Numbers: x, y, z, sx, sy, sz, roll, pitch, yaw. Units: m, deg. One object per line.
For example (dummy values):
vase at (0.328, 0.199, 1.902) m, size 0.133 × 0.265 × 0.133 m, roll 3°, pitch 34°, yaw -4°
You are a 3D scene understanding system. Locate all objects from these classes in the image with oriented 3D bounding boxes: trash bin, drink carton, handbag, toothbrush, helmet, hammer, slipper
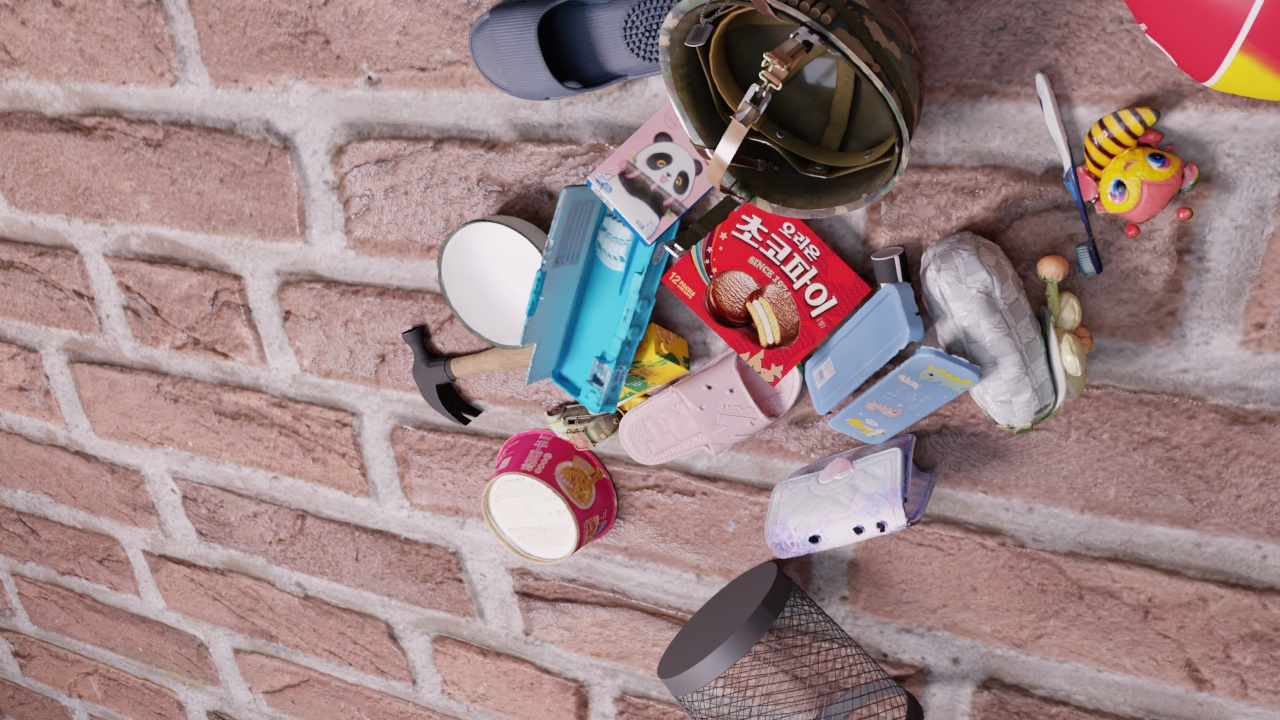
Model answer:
trash bin at (0.164, 0.383, 1.061) m, size 0.227 × 0.217 × 0.218 m, roll 48°, pitch 126°, yaw 0°
drink carton at (-0.006, 0.006, 1.019) m, size 0.123 × 0.041 × 0.058 m, roll -27°, pitch 144°, yaw 35°
handbag at (0.324, -0.038, 0.810) m, size 0.124 × 0.112 × 0.171 m, roll -25°, pitch 104°, yaw 24°
toothbrush at (0.363, -0.157, 0.782) m, size 0.017 × 0.016 × 0.189 m, roll -9°, pitch 113°, yaw 41°
helmet at (0.111, -0.209, 0.740) m, size 0.224 × 0.235 × 0.193 m, roll 23°, pitch 149°, yaw 1°
hammer at (-0.150, -0.001, 1.108) m, size 0.306 × 0.040 × 0.132 m, roll -11°, pitch 108°, yaw 30°
slipper at (-0.060, -0.297, 0.871) m, size 0.264 × 0.082 × 0.101 m, roll 1°, pitch 119°, yaw 25°
helmet at (0.434, -0.297, 0.558) m, size 0.225 × 0.197 × 0.271 m, roll 19°, pitch 115°, yaw 16°
slipper at (0.071, 0.058, 1.002) m, size 0.240 × 0.064 × 0.094 m, roll -29°, pitch 99°, yaw 29°
handbag at (0.215, 0.142, 0.950) m, size 0.159 × 0.126 × 0.069 m, roll -22°, pitch 103°, yaw 35°

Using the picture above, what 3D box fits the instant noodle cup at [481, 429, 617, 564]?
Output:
instant noodle cup at (-0.126, 0.183, 1.170) m, size 0.179 × 0.077 × 0.179 m, roll 12°, pitch 121°, yaw 20°

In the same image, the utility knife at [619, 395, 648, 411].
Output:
utility knife at (0.021, 0.056, 1.069) m, size 0.228 × 0.019 × 0.030 m, roll 11°, pitch 130°, yaw 17°

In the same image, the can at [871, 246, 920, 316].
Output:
can at (0.245, -0.066, 0.878) m, size 0.032 × 0.031 × 0.080 m, roll -8°, pitch 113°, yaw 29°

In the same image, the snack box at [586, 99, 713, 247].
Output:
snack box at (0.034, -0.189, 0.863) m, size 0.154 × 0.033 × 0.088 m, roll -44°, pitch 94°, yaw -1°

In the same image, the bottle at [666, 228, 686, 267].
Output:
bottle at (0.073, -0.086, 0.943) m, size 0.112 × 0.046 × 0.047 m, roll 44°, pitch 126°, yaw -1°

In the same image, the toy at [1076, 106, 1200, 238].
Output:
toy at (0.400, -0.155, 0.746) m, size 0.084 × 0.046 × 0.103 m, roll -17°, pitch 105°, yaw 39°

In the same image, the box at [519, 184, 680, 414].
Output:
box at (-0.061, -0.063, 0.934) m, size 0.097 × 0.116 × 0.227 m, roll 35°, pitch 115°, yaw 40°

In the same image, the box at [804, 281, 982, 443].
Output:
box at (0.222, 0.016, 0.862) m, size 0.122 × 0.047 × 0.210 m, roll 52°, pitch 157°, yaw 10°

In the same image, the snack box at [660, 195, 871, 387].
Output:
snack box at (0.121, -0.075, 0.896) m, size 0.152 × 0.035 × 0.133 m, roll 44°, pitch 99°, yaw -2°

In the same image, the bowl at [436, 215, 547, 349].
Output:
bowl at (-0.144, -0.095, 1.028) m, size 0.153 × 0.072 × 0.154 m, roll 12°, pitch 120°, yaw 20°

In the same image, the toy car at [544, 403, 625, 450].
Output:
toy car at (-0.070, 0.080, 1.098) m, size 0.112 × 0.047 × 0.047 m, roll -9°, pitch 128°, yaw 33°
